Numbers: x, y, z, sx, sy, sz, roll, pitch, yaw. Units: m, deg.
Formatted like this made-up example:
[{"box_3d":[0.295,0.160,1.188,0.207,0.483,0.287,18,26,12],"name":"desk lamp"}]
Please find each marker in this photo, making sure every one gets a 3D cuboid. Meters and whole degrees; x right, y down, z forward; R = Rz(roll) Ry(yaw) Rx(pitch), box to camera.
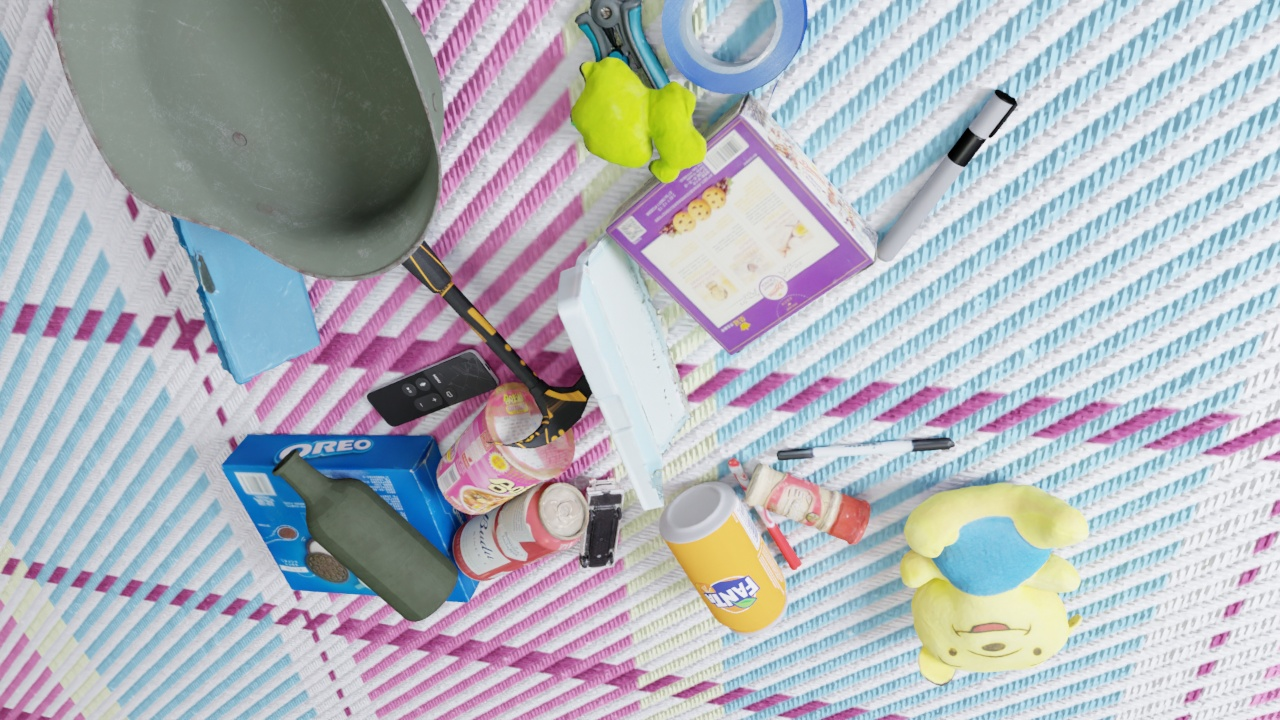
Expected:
[{"box_3d":[0.208,-0.124,0.637,0.016,0.016,0.141,28,129,-4],"name":"marker"},{"box_3d":[0.192,0.077,0.794,0.152,0.011,0.011,-7,123,23],"name":"marker"},{"box_3d":[0.118,0.146,0.867,0.013,0.012,0.142,-18,118,28],"name":"marker"}]

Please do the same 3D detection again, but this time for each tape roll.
[{"box_3d":[0.061,-0.223,0.603,0.093,0.016,0.091,24,122,5],"name":"tape roll"}]

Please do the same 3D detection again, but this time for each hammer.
[{"box_3d":[-0.165,-0.059,0.766,0.320,0.123,0.036,48,162,-11],"name":"hammer"}]

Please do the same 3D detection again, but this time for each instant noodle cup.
[{"box_3d":[-0.131,0.088,0.850,0.097,0.097,0.109,42,126,-14],"name":"instant noodle cup"}]

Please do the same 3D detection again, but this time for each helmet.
[{"box_3d":[-0.233,-0.191,0.638,0.227,0.153,0.268,-25,108,19],"name":"helmet"}]

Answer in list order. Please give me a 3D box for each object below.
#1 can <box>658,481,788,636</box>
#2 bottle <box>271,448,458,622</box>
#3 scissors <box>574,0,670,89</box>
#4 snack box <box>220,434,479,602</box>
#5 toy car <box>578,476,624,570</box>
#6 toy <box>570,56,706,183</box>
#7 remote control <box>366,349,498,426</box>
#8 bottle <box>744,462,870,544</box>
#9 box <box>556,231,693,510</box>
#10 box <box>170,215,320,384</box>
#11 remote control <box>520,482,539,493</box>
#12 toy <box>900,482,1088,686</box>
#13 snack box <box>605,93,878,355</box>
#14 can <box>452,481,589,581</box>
[{"box_3d":[0.081,0.188,0.867,0.079,0.078,0.142,-17,119,27],"name":"can"},{"box_3d":[-0.272,0.168,0.901,0.072,0.071,0.207,-28,113,32],"name":"bottle"},{"box_3d":[-0.014,-0.214,0.640,0.128,0.019,0.154,27,130,-3],"name":"scissors"},{"box_3d":[-0.306,0.172,0.996,0.239,0.056,0.196,-1,125,17],"name":"snack box"},{"box_3d":[-0.041,0.162,0.915,0.039,0.039,0.113,-2,130,-13],"name":"toy car"},{"box_3d":[-0.002,-0.165,0.633,0.094,0.036,0.094,-8,112,26],"name":"toy"},{"box_3d":[-0.202,0.028,0.886,0.147,0.008,0.045,-20,117,29],"name":"remote control"},{"box_3d":[0.150,0.128,0.825,0.109,0.044,0.044,21,129,3],"name":"bottle"},{"box_3d":[-0.010,0.006,0.726,0.049,0.136,0.197,-6,123,23],"name":"box"},{"box_3d":[-0.368,-0.106,0.811,0.102,0.094,0.232,28,137,35],"name":"box"},{"box_3d":[-0.107,0.137,0.933,0.131,0.012,0.033,44,128,-16],"name":"remote control"},{"box_3d":[0.305,0.193,0.798,0.149,0.083,0.214,-4,126,22],"name":"toy"},{"box_3d":[0.074,-0.095,0.685,0.148,0.040,0.144,44,126,-16],"name":"snack box"},{"box_3d":[-0.121,0.170,0.909,0.067,0.067,0.171,44,137,-15],"name":"can"}]
